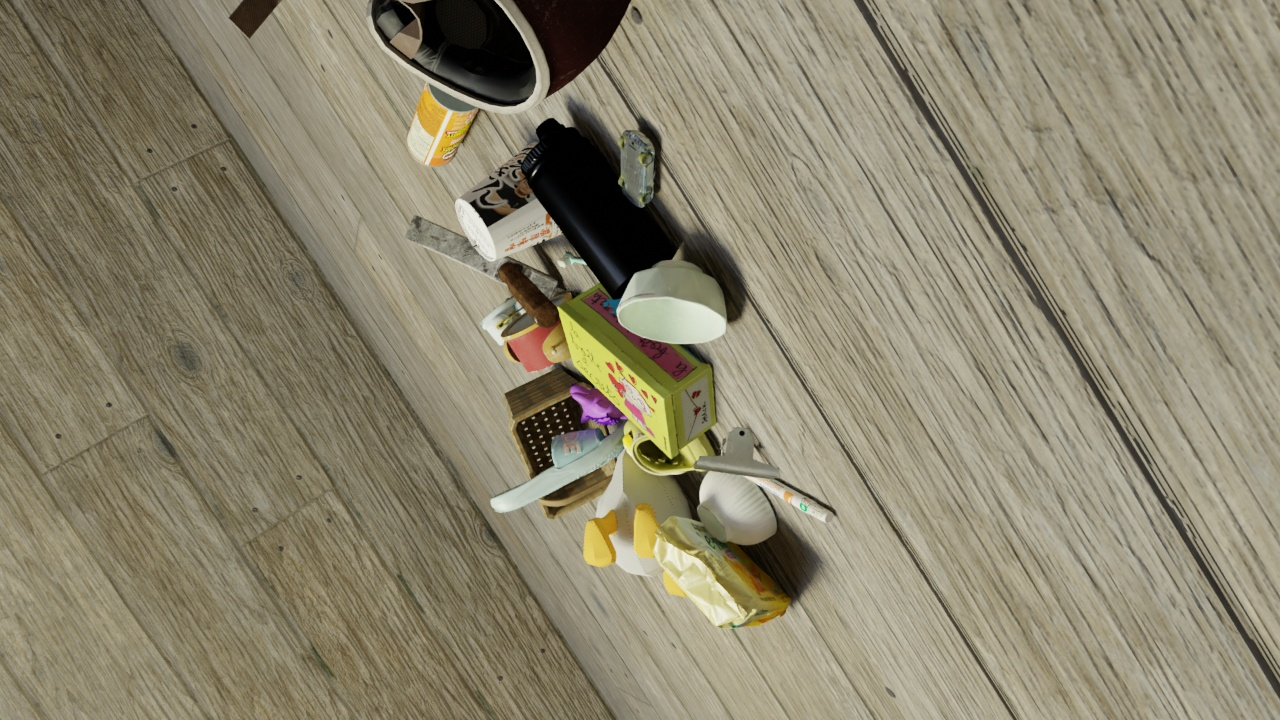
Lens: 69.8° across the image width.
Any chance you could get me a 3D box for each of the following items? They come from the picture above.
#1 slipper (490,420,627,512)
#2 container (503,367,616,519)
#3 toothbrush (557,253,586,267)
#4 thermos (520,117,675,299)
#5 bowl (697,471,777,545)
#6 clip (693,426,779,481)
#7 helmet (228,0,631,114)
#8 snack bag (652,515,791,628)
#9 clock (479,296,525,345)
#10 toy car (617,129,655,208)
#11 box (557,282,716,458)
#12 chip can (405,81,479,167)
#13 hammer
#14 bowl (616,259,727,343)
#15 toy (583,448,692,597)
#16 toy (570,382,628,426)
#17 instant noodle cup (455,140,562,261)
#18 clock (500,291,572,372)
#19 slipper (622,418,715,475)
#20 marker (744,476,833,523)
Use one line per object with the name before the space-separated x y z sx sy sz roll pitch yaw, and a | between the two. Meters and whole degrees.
slipper | -0.121 0.151 1.386 0.074 0.245 0.104 61 178 2
container | -0.120 0.156 1.519 0.186 0.157 0.250 49 160 47
toothbrush | -0.060 -0.123 1.181 0.181 0.016 0.016 16 135 57
thermos | -0.055 -0.171 1.005 0.198 0.086 0.086 53 158 7
bowl | 0.116 0.196 1.198 0.118 0.062 0.118 45 156 26
clip | 0.117 0.107 1.087 0.046 0.101 0.056 124 153 -70
helmet | -0.127 -0.315 0.717 0.234 0.253 0.234 38 160 -24
snack bag | 0.109 0.289 1.222 0.159 0.068 0.247 42 -177 25
clock | -0.212 -0.069 1.485 0.057 0.083 0.118 52 162 -4
toy car | -0.001 -0.196 0.936 0.039 0.027 0.090 41 153 25
box | -0.007 0.007 1.166 0.221 0.081 0.125 40 154 33
chip can | -0.264 -0.330 1.233 0.075 0.075 0.215 58 158 -5
hammer | -0.185 -0.107 1.176 0.217 0.037 0.300 23 -172 -23
bowl | 0.036 -0.067 0.965 0.118 0.117 0.061 125 154 -67
toy | 0.015 0.240 1.353 0.267 0.141 0.246 9 -112 -70
toy | -0.059 0.071 1.371 0.106 0.056 0.088 23 170 -35
instant noodle cup | -0.154 -0.190 1.138 0.123 0.121 0.124 45 156 26
clock | -0.138 -0.032 1.334 0.159 0.116 0.081 -4 122 57
slipper | 0.028 0.122 1.256 0.191 0.081 0.091 5 129 61
marker | 0.172 0.157 1.087 0.145 0.017 0.017 26 144 52
